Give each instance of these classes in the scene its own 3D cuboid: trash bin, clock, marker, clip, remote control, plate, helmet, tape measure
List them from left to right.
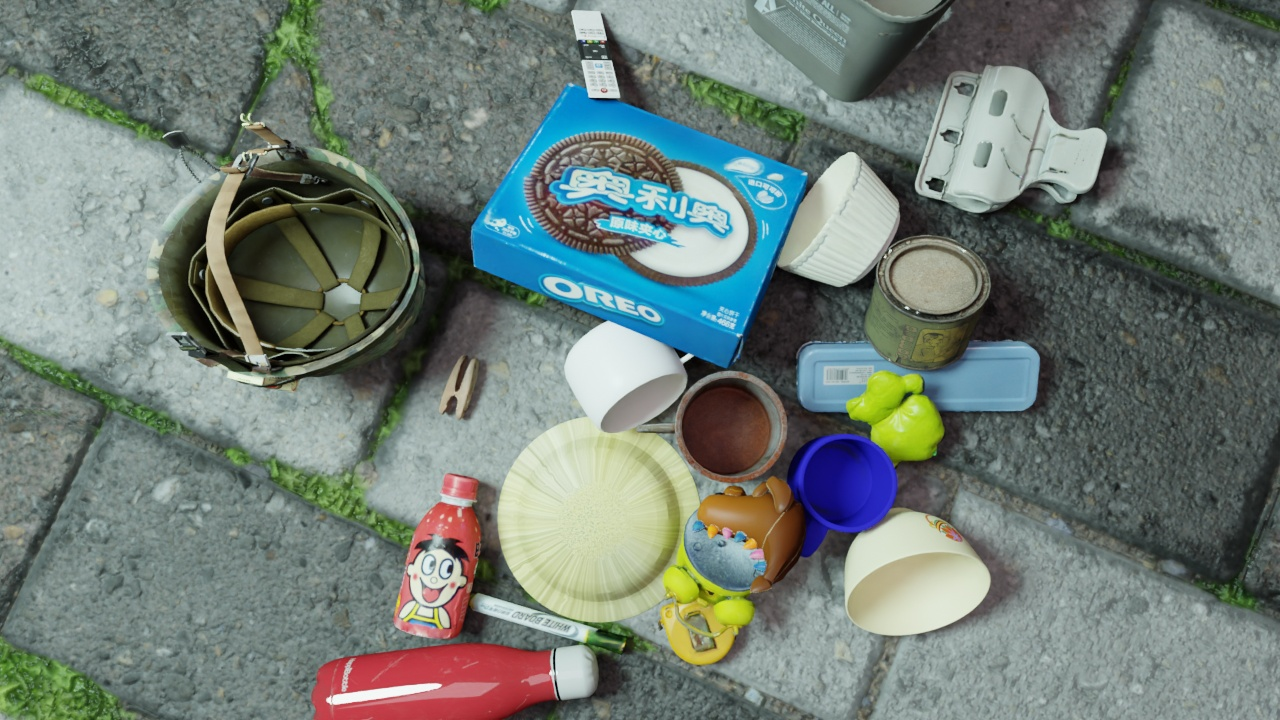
[{"bbox_3d":[-0.291,-0.075,0.746,0.224,0.236,0.192,4,79,-7],"label":"helmet"},{"bbox_3d":[-0.168,0.024,0.841,0.049,0.026,0.061,-15,91,5],"label":"clip"},{"bbox_3d":[-0.083,0.234,0.818,0.146,0.017,0.017,15,85,4],"label":"marker"},{"bbox_3d":[-0.042,-0.280,0.842,0.028,0.012,0.124,-3,55,-13],"label":"remote control"},{"bbox_3d":[-0.038,0.141,0.815,0.184,0.036,0.184,0,84,3],"label":"plate"},{"bbox_3d":[0.052,0.236,0.805,0.068,0.030,0.059,-18,82,1],"label":"tape measure"},{"bbox_3d":[0.067,0.175,0.775,0.083,0.057,0.118,25,54,4],"label":"clock"},{"bbox_3d":[0.187,-0.345,0.758,0.197,0.220,0.197,43,88,6],"label":"trash bin"},{"bbox_3d":[0.333,-0.190,0.813,0.151,0.089,0.125,18,88,15],"label":"clip"}]

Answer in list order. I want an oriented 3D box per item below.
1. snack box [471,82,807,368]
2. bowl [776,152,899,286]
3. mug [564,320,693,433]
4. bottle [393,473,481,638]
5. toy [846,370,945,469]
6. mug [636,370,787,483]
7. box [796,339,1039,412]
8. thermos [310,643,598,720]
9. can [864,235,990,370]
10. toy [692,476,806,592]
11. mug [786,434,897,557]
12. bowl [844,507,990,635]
[{"bbox_3d":[0.004,-0.122,0.789,0.239,0.056,0.195,22,58,6],"label":"snack box"},{"bbox_3d":[0.176,-0.115,0.798,0.062,0.115,0.115,30,86,-10],"label":"bowl"},{"bbox_3d":[-0.005,0.005,0.792,0.116,0.094,0.068,-35,67,6],"label":"mug"},{"bbox_3d":[-0.172,0.169,0.807,0.062,0.062,0.137,12,86,4],"label":"bottle"},{"bbox_3d":[0.221,0.051,0.793,0.093,0.036,0.094,26,125,-7],"label":"toy"},{"bbox_3d":[0.059,0.058,0.784,0.123,0.110,0.096,2,79,3],"label":"mug"},{"bbox_3d":[0.245,0.013,0.824,0.210,0.052,0.067,0,106,5],"label":"box"},{"bbox_3d":[-0.155,0.280,0.789,0.240,0.073,0.073,-8,84,2],"label":"thermos"},{"bbox_3d":[0.239,-0.049,0.770,0.090,0.075,0.089,-2,57,3],"label":"can"},{"bbox_3d":[0.082,0.140,0.727,0.090,0.102,0.071,8,128,24],"label":"toy"},{"bbox_3d":[0.162,0.117,0.783,0.079,0.083,0.111,31,87,5],"label":"mug"},{"bbox_3d":[0.223,0.168,0.775,0.118,0.118,0.074,-9,42,2],"label":"bowl"}]
